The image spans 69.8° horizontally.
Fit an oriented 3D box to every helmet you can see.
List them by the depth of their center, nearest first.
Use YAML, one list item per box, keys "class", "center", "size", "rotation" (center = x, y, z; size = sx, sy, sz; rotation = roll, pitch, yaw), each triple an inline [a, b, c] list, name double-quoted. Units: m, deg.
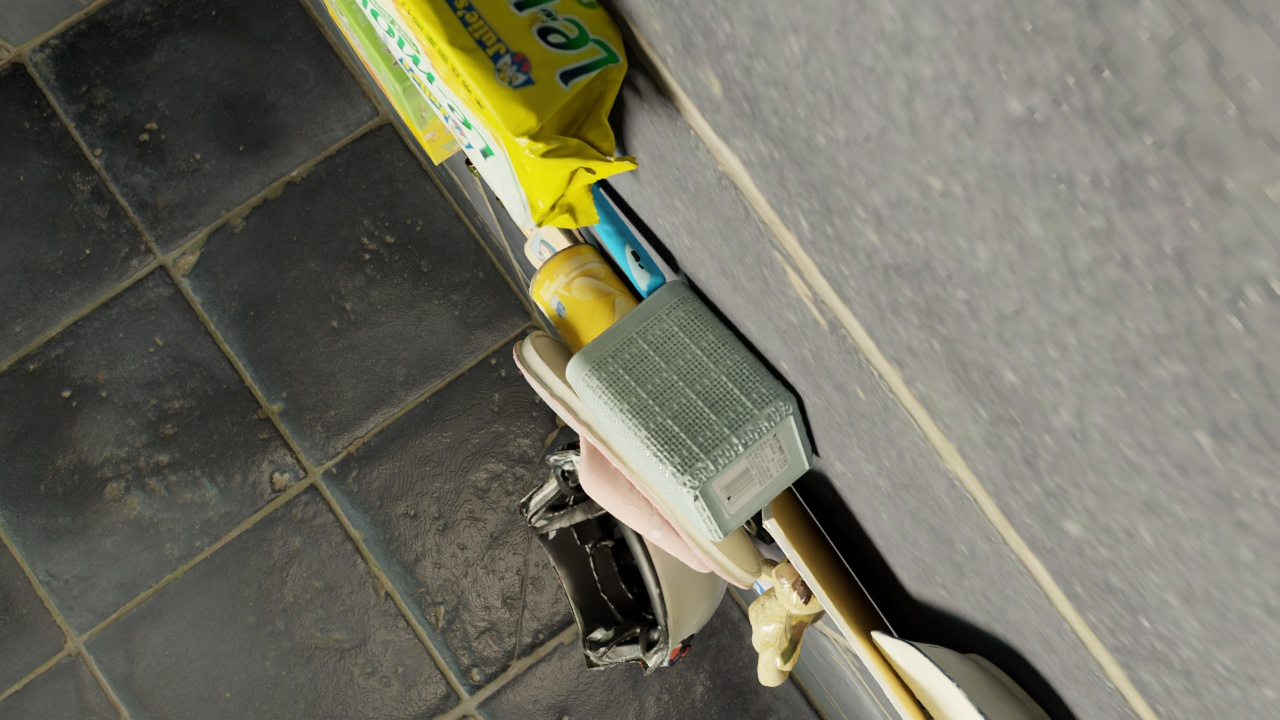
- class: "helmet"
  center: [0.005, 0.179, 0.909]
  size: [0.230, 0.156, 0.275]
  rotation: [62, 149, 15]

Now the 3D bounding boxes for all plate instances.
- class: "plate"
  center: [0.195, 0.206, 0.471]
  size: [0.163, 0.034, 0.164]
  rotation: [54, 175, 1]

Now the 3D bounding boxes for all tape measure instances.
- class: "tape measure"
  center: [0.094, 0.117, 0.775]
  size: [0.066, 0.033, 0.066]
  rotation: [57, 172, -12]

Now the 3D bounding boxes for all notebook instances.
- class: "notebook"
  center: [0.139, 0.161, 0.601]
  size: [0.206, 0.010, 0.145]
  rotation: [55, -169, -6]

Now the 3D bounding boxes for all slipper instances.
- class: "slipper"
  center: [-0.007, 0.088, 0.738]
  size: [0.274, 0.054, 0.114]
  rotation: [46, -165, -6]

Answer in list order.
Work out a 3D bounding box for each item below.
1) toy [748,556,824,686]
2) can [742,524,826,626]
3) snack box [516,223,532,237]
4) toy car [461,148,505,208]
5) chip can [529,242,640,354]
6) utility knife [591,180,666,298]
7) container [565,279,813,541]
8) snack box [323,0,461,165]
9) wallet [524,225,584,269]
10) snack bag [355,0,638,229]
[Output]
- class: "toy"
  center: [0.123, 0.215, 0.765]
  size: [0.105, 0.066, 0.158]
  rotation: [-86, 4, -48]
- class: "can"
  center: [0.128, 0.199, 0.877]
  size: [0.053, 0.053, 0.134]
  rotation: [57, 174, -23]
- class: "snack box"
  center: [-0.079, -0.101, 0.938]
  size: [0.153, 0.025, 0.075]
  rotation: [53, 174, 8]
- class: "toy car"
  center: [-0.138, -0.188, 0.833]
  size: [0.156, 0.041, 0.071]
  rotation: [50, 173, 46]
- class: "chip can"
  center: [-0.004, 0.004, 0.720]
  size: [0.213, 0.072, 0.072]
  rotation: [51, 174, 24]
- class: "utility knife"
  center: [-0.044, -0.121, 0.579]
  size: [0.218, 0.018, 0.034]
  rotation: [56, 180, 26]
- class: "container"
  center: [0.032, 0.031, 0.523]
  size: [0.111, 0.090, 0.090]
  rotation: [45, 170, 37]
- class: "snack box"
  center: [-0.176, -0.244, 0.664]
  size: [0.157, 0.070, 0.210]
  rotation: [55, 175, -3]
- class: "wallet"
  center: [-0.070, -0.093, 0.845]
  size: [0.087, 0.024, 0.115]
  rotation: [56, 159, 1]
- class: "snack bag"
  center: [-0.086, -0.168, 0.396]
  size: [0.246, 0.068, 0.158]
  rotation: [55, 174, -5]
